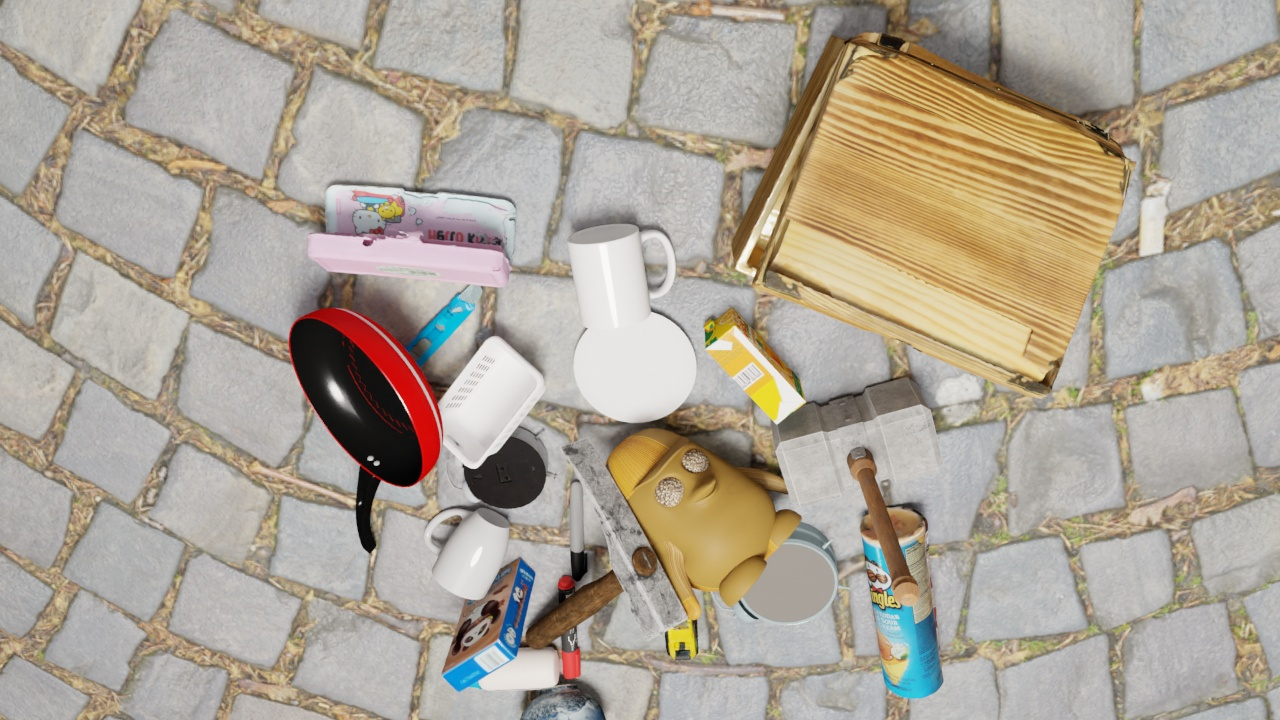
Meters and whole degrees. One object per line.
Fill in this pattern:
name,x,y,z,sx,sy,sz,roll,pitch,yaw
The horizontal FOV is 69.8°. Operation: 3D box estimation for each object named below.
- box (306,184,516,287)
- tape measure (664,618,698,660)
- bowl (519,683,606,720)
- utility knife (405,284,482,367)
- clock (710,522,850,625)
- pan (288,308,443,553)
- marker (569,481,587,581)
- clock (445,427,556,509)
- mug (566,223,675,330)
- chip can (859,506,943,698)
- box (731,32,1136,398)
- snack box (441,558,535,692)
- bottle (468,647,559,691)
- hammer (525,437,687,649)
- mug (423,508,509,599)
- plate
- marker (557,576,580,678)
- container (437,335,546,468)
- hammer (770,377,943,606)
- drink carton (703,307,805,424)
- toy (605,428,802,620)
box,-0.231,-0.134,0.946,0.202,0.088,0.095,5,79,1
tape measure,0.049,0.325,1.109,0.042,0.071,0.072,-8,106,2
bowl,-0.100,0.446,1.168,0.114,0.060,0.114,-6,156,-3
utility knife,-0.230,-0.027,1.010,0.031,0.015,0.174,40,108,-18
clock,0.160,0.257,1.089,0.159,0.045,0.122,-19,110,10
pan,-0.298,0.092,1.017,0.209,0.067,0.357,32,139,23
marker,-0.074,0.205,1.099,0.022,0.016,0.139,-10,115,-26
clock,-0.164,0.123,1.057,0.123,0.035,0.094,-9,112,8
mug,-0.015,-0.091,0.945,0.110,0.074,0.090,-16,113,-18
chip can,0.308,0.283,1.074,0.080,0.079,0.230,-10,112,8
box,0.263,-0.139,0.830,0.279,0.215,0.258,23,110,-4
snack box,-0.175,0.305,1.071,0.087,0.151,0.034,-34,108,16
bottle,-0.177,0.392,1.162,0.146,0.051,0.051,-5,112,5
hammer,-0.081,0.244,1.055,0.217,0.037,0.302,61,140,15
mug,-0.208,0.214,1.088,0.107,0.071,0.089,32,98,21
plate,-0.006,0.006,1.011,0.134,0.011,0.135,1,113,3
marker,-0.089,0.335,1.149,0.023,0.021,0.145,4,113,10
container,-0.161,0.046,0.996,0.081,0.049,0.129,41,98,15
hammer,0.225,0.133,0.884,0.163,0.317,0.083,-16,111,10
drink carton,0.119,0.003,0.976,0.041,0.058,0.122,-40,105,17
toy,0.055,0.153,0.995,0.203,0.198,0.163,40,149,9
